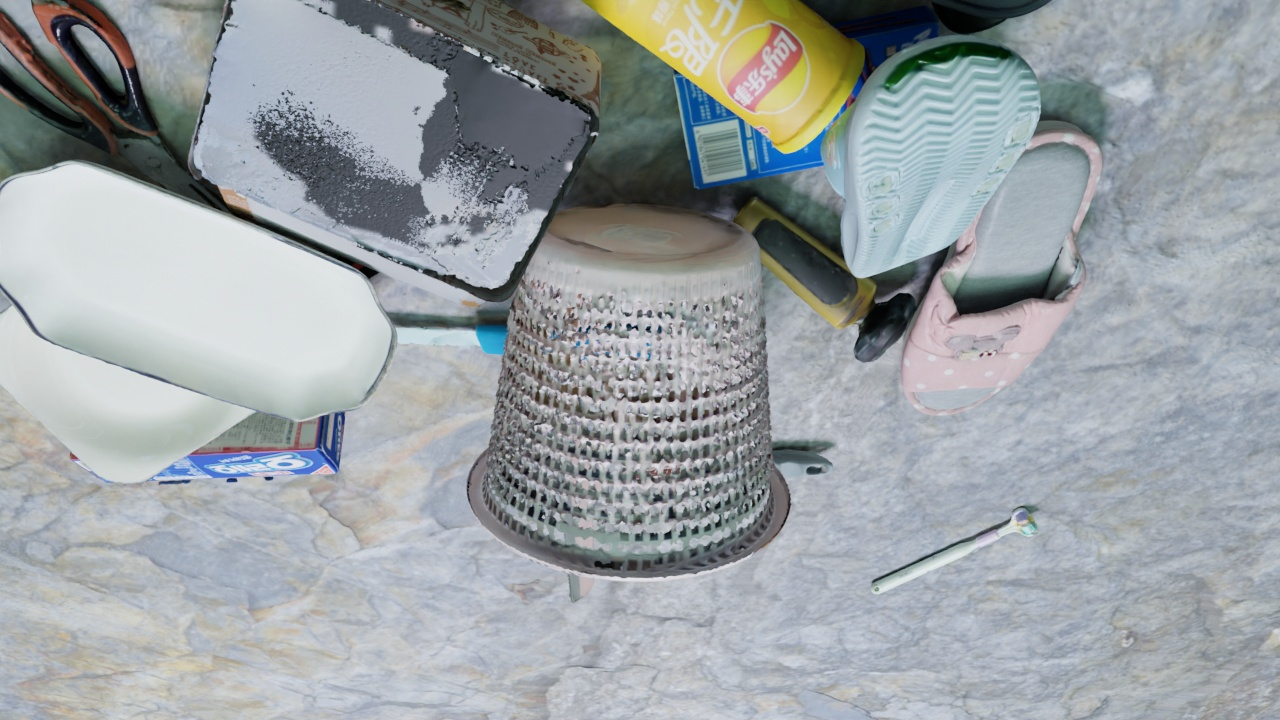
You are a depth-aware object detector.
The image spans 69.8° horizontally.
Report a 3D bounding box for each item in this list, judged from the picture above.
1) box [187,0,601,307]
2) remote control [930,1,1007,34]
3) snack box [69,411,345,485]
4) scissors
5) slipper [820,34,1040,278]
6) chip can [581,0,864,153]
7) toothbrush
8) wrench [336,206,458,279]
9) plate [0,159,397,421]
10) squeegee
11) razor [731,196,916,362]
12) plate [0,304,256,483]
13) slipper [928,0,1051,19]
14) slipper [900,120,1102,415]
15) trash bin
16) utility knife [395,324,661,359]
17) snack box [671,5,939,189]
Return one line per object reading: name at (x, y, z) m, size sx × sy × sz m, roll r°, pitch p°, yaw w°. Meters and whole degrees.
box at (-0.145, -0.102, 0.517) m, size 0.178 × 0.124 × 0.275 m, roll 22°, pitch 149°, yaw -17°
remote control at (0.171, -0.243, 0.491) m, size 0.053 × 0.024 × 0.136 m, roll -12°, pitch 126°, yaw 23°
snack box at (-0.355, 0.065, 0.766) m, size 0.207 × 0.058 × 0.057 m, roll -3°, pitch 151°, yaw 2°
scissors at (-0.318, -0.148, 0.590) m, size 0.205 × 0.015 × 0.197 m, roll 14°, pitch 132°, yaw -15°
slipper at (0.159, -0.119, 0.542) m, size 0.104 × 0.074 × 0.245 m, roll -21°, pitch 163°, yaw 3°
chip can at (0.017, -0.198, 0.485) m, size 0.213 × 0.071 × 0.072 m, roll 32°, pitch 127°, yaw -17°
toothbrush at (0.318, 0.202, 0.949) m, size 0.190 × 0.029 × 0.020 m, roll -35°, pitch 166°, yaw 31°
wrench at (-0.231, -0.051, 0.689) m, size 0.274 × 0.016 × 0.056 m, roll -34°, pitch 130°, yaw 29°
plate at (-0.301, -0.046, 0.637) m, size 0.265 × 0.034 × 0.162 m, roll 21°, pitch 126°, yaw -19°
squeegee at (0.048, 0.102, 0.830) m, size 0.249 × 0.040 × 0.248 m, roll -5°, pitch 118°, yaw -4°
razor at (0.130, -0.060, 0.657) m, size 0.167 × 0.067 × 0.062 m, roll 34°, pitch 101°, yaw -22°
plate at (-0.384, 0.000, 0.697) m, size 0.164 × 0.034 × 0.163 m, roll -31°, pitch 116°, yaw 4°
slipper at (0.103, -0.241, 0.440) m, size 0.268 × 0.083 × 0.111 m, roll 22°, pitch 130°, yaw -7°
slipper at (0.261, -0.045, 0.670) m, size 0.114 × 0.054 × 0.275 m, roll -1°, pitch 136°, yaw -5°
trash bin at (-0.004, 0.005, 0.614) m, size 0.227 × 0.227 × 0.192 m, roll 2°, pitch 113°, yaw -3°
utility knife at (-0.092, -0.016, 0.722) m, size 0.216 × 0.018 × 0.034 m, roll 2°, pitch 136°, yaw -4°
snack box at (0.103, -0.162, 0.574) m, size 0.157 × 0.026 × 0.085 m, roll -9°, pitch 135°, yaw 8°
